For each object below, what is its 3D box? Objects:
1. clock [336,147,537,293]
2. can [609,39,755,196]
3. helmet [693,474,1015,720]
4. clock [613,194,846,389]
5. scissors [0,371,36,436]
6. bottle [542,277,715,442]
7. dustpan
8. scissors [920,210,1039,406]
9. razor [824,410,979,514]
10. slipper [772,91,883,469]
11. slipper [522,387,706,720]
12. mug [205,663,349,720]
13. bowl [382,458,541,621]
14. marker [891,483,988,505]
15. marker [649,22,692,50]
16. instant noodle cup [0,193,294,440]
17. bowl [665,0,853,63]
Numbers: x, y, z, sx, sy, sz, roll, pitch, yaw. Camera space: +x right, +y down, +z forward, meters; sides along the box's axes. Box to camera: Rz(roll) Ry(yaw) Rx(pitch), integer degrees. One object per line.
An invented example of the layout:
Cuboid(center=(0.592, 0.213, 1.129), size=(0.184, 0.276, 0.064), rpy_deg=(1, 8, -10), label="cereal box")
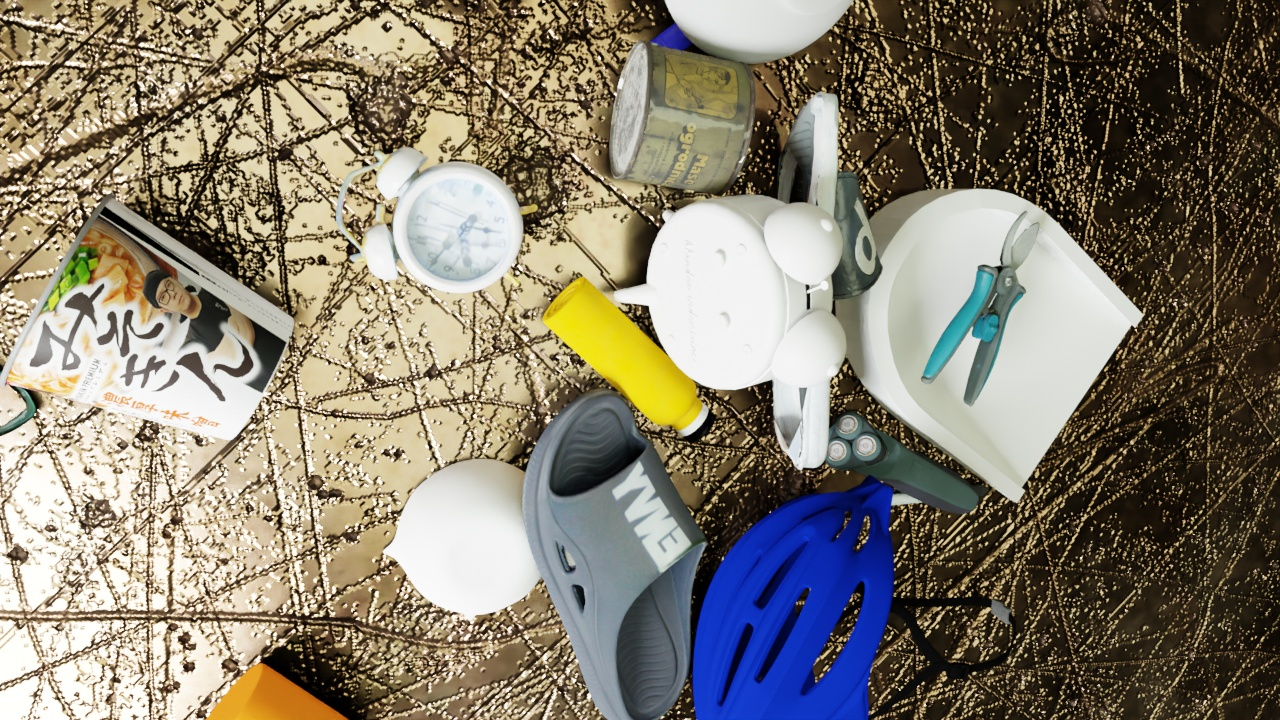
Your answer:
Cuboid(center=(-0.135, -0.090, 0.605), size=(0.125, 0.052, 0.089), rpy_deg=(12, 98, -13), label="clock")
Cuboid(center=(0.027, -0.160, 0.612), size=(0.074, 0.090, 0.090), rpy_deg=(7, 99, -16), label="can")
Cuboid(center=(0.156, 0.209, 0.683), size=(0.227, 0.148, 0.241), rpy_deg=(19, 95, -12), label="helmet")
Cuboid(center=(0.059, -0.044, 0.604), size=(0.072, 0.161, 0.125), rpy_deg=(-14, 105, -38), label="clock")
Cuboid(center=(-0.490, 0.000, 0.547), size=(0.209, 0.015, 0.137), rpy_deg=(-11, 106, -14), label="scissors")
Cuboid(center=(-0.004, 0.004, 0.660), size=(0.143, 0.043, 0.043), rpy_deg=(43, 88, -18), label="bottle")
Cuboid(center=(0.275, -0.023, 0.722), size=(0.257, 0.053, 0.191), rpy_deg=(33, 91, -18), label="dustpan")
Cuboid(center=(0.258, -0.032, 0.690), size=(0.126, 0.019, 0.155), rpy_deg=(-21, 113, -19), label="scissors")
Cuboid(center=(0.210, 0.087, 0.729), size=(0.143, 0.052, 0.047), rpy_deg=(26, 83, -21), label="razor")
Cuboid(center=(0.133, -0.052, 0.652), size=(0.063, 0.111, 0.264), rpy_deg=(1, 103, -6), label="slipper")
Cuboid(center=(-0.005, 0.153, 0.650), size=(0.110, 0.083, 0.268), rpy_deg=(-27, 113, -38), label="slipper")
Cuboid(center=(-0.258, 0.277, 0.637), size=(0.113, 0.077, 0.096), rpy_deg=(-38, 110, 27), label="mug")
Cuboid(center=(-0.114, 0.132, 0.652), size=(0.114, 0.050, 0.115), rpy_deg=(-3, 101, -14), label="bowl")
Cuboid(center=(0.219, 0.114, 0.756), size=(0.152, 0.011, 0.011), rpy_deg=(-4, 101, -13), label="marker")
Cuboid(center=(0.065, -0.254, 0.640), size=(0.141, 0.020, 0.020), rpy_deg=(-38, 107, -5), label="marker")
Cuboid(center=(-0.286, -0.015, 0.551), size=(0.121, 0.123, 0.123), rpy_deg=(29, 92, -27), label="instant noodle cup")
Cuboid(center=(0.098, -0.271, 0.580), size=(0.176, 0.066, 0.177), rpy_deg=(-23, 134, -27), label="bowl")
